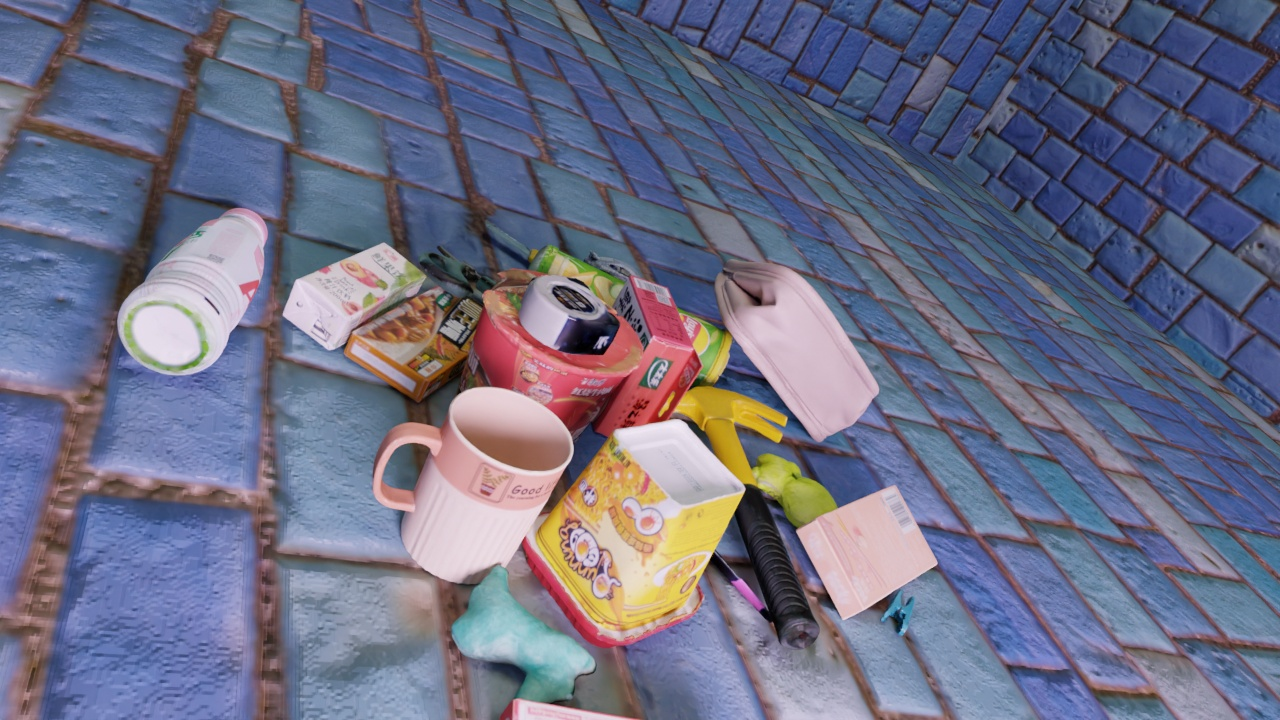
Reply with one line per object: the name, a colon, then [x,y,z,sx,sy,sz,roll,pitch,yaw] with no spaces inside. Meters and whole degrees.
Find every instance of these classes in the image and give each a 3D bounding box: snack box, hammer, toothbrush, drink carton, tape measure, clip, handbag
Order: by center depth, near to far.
snack box: [-0.003,0.239,0.507,0.155,0.027,0.076,19,39,-21]
tape measure: [-0.057,-0.035,0.689,0.065,0.034,0.065,4,35,-44]
toothbrush: [0.041,0.142,0.749,0.017,0.014,0.189,-21,55,-37]
drink carton: [-0.239,-0.055,0.774,0.053,0.046,0.122,37,28,2]
hammer: [0.091,0.117,0.786,0.128,0.033,0.300,4,33,-14]
snack box: [-0.180,-0.020,0.793,0.075,0.026,0.153,33,27,5]
clip: [0.226,0.217,0.798,0.047,0.014,0.056,34,28,13]
snack box: [0.206,0.167,0.821,0.157,0.026,0.084,-7,66,-49]
snack box: [-0.005,0.005,0.826,0.044,0.113,0.127,17,29,-25]
handbag: [0.150,-0.035,1.024,0.193,0.093,0.234,50,4,-28]

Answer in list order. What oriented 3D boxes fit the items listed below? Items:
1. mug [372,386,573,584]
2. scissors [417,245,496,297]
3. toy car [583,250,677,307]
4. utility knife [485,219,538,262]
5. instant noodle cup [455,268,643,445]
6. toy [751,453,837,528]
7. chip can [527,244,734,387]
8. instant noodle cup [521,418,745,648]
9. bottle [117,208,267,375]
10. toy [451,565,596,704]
mug: [-0.116,0.079,0.597,0.114,0.106,0.081,15,31,-27]
scissors: [-0.168,-0.080,0.867,0.177,0.019,0.171,40,10,35]
toy car: [-0.011,-0.087,1.052,0.120,0.037,0.054,29,10,-10]
utility knife: [-0.089,-0.095,1.021,0.216,0.015,0.033,35,21,6]
instant noodle cup: [-0.081,0.009,0.749,0.138,0.109,0.137,23,28,-13]
toy: [0.148,0.126,0.860,0.100,0.031,0.096,32,26,8]
chip can: [-0.016,-0.043,0.943,0.221,0.073,0.072,25,27,-8]
instant noodle cup: [0.000,0.113,0.633,0.115,0.124,0.116,-5,43,-49]
bottle: [-0.322,-0.063,0.688,0.068,0.068,0.196,21,25,-17]
toy: [-0.073,0.178,0.558,0.092,0.030,0.096,29,38,3]
